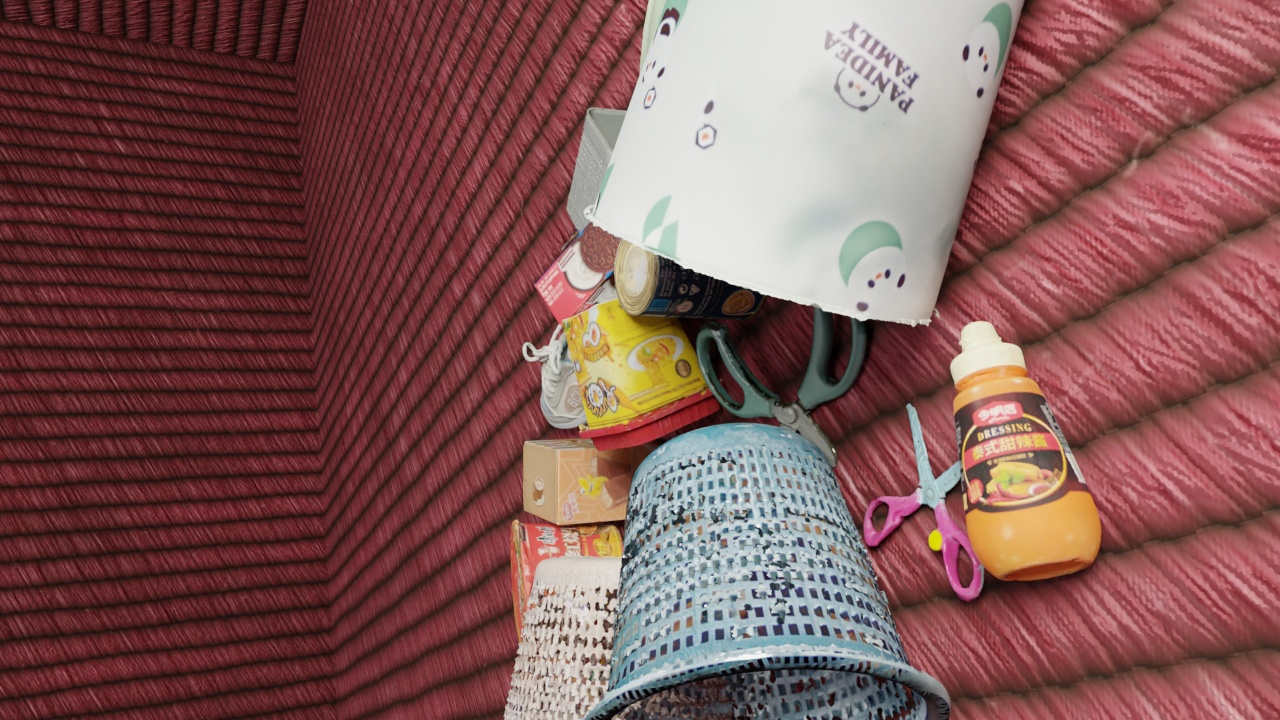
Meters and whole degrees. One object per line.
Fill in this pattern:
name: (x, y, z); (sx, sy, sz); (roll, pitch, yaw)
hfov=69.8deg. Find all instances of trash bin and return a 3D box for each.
trash bin: (-0.017, 0.263, 0.755); (0.228, 0.227, 0.192); (-24, 60, 59)
trash bin: (0.108, -0.177, 0.546); (0.229, 0.229, 0.252); (39, 117, 55)
trash bin: (0.072, 0.160, 0.625); (0.227, 0.226, 0.194); (121, 155, -43)

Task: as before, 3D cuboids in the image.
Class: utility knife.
utility knife: (0.040, 0.266, 0.861); (0.231, 0.015, 0.033); (16, 110, 62)

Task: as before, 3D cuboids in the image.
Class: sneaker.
sneaker: (-0.077, 0.009, 1.002); (0.243, 0.090, 0.089); (-49, 47, 51)

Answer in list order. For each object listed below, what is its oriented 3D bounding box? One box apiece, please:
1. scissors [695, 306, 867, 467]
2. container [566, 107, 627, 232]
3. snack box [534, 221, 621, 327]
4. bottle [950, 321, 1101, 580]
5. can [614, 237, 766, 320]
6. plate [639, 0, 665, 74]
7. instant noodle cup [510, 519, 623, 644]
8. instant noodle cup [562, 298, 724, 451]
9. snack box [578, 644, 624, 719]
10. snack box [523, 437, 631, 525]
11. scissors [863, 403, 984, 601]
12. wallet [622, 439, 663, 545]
scissors: (0.109, -0.003, 0.715); (0.175, 0.019, 0.170); (46, 128, 37)
container: (-0.015, -0.171, 0.895); (0.090, 0.090, 0.115); (63, 144, 41)
snack box: (-0.008, -0.116, 0.837); (0.208, 0.057, 0.058); (-45, 65, 26)
bottle: (0.208, 0.046, 0.518); (0.067, 0.066, 0.149); (-44, 45, 53)
can: (0.041, -0.073, 0.764); (0.075, 0.111, 0.075); (-1, 88, 62)
plate: (0.058, -0.272, 0.679); (0.027, 0.229, 0.231); (21, 115, 14)
instant noodle cup: (-0.074, 0.231, 0.952); (0.138, 0.108, 0.138); (176, 91, -76)
instant noodle cup: (-0.005, 0.005, 0.820); (0.116, 0.115, 0.123); (-17, 94, 60)
snack box: (-0.046, 0.387, 1.006); (0.075, 0.026, 0.154); (59, 138, 43)
snack box: (-0.064, 0.126, 0.972); (0.093, 0.094, 0.077); (3, 93, 61)
scissors: (0.187, 0.093, 0.599); (0.136, 0.017, 0.133); (-44, 48, 54)
wallet: (0.014, 0.139, 0.898); (0.101, 0.032, 0.124); (19, 106, 62)
